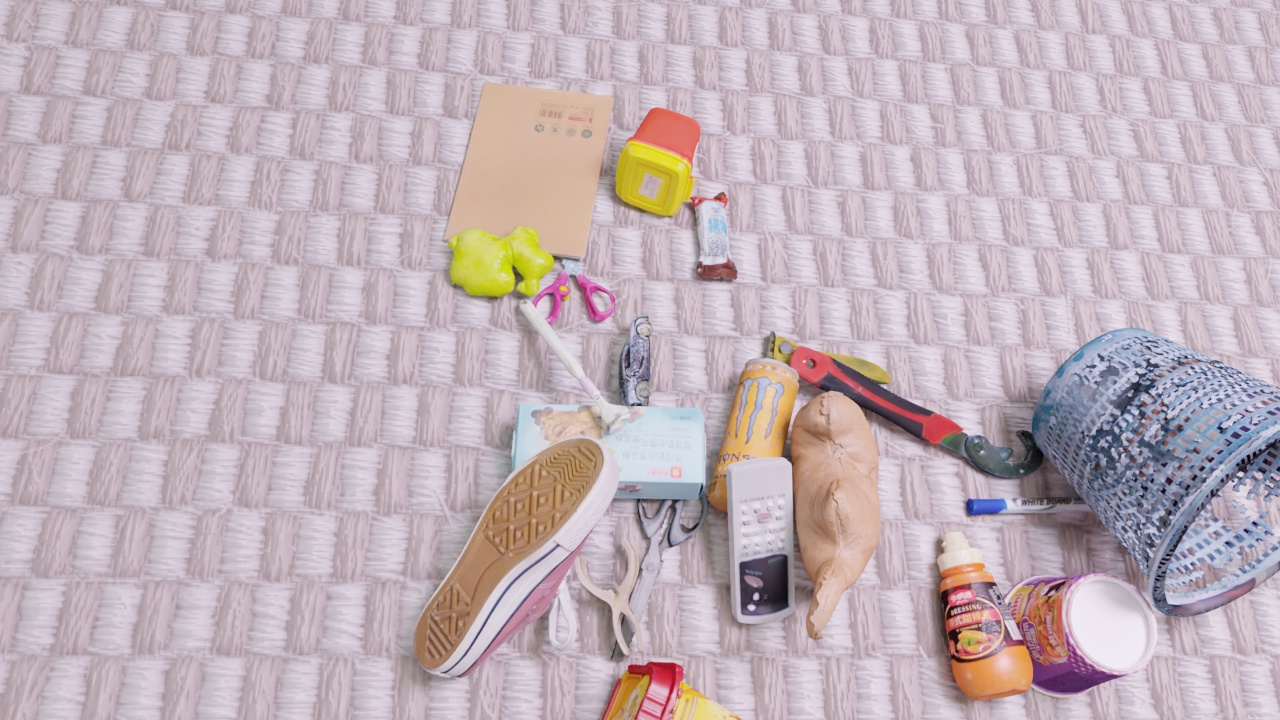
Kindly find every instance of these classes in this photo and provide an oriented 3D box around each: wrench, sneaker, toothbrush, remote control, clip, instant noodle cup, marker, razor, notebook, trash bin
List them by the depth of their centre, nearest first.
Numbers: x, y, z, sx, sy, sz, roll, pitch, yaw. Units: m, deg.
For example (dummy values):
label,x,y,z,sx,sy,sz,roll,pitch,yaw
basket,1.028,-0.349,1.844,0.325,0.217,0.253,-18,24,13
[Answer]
label,x,y,z,sx,sy,sz,roll,pitch,yaw
instant noodle cup,0.034,0.318,0.740,0.123,0.116,0.115,29,67,-7
sneaker,-0.091,0.171,0.779,0.241,0.087,0.118,-53,47,4
clip,-0.032,0.205,0.811,0.095,0.035,0.102,5,76,9
remote control,0.108,0.161,0.815,0.058,0.021,0.150,-6,101,-13
instant noodle cup,0.392,0.238,0.816,0.111,0.099,0.111,2,66,-5
trash bin,0.477,0.080,0.824,0.226,0.227,0.195,-18,38,-14
toothbrush,-0.068,0.000,0.864,0.029,0.020,0.189,-44,54,3
marker,0.392,0.142,0.899,0.145,0.017,0.016,0,68,-7
wrench,0.273,0.053,0.909,0.273,0.016,0.056,23,73,-3
razor,0.192,0.003,0.929,0.132,0.028,0.043,14,63,-3
notebook,-0.116,-0.207,0.980,0.148,0.008,0.207,7,67,3

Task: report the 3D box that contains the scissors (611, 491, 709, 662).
label,x,y,z,sx,sy,sz,roll,pitch,yaw
scissors,0.019,0.190,0.837,0.132,0.014,0.175,-10,69,-10

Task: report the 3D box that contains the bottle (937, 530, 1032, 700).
label,x,y,z,sx,sy,sz,roll,pitch,yaw
bottle,0.304,0.227,0.833,0.066,0.067,0.149,-4,61,-8

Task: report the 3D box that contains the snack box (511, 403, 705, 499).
label,x,y,z,sx,sy,sz,roll,pitch,yaw
snack box,-0.029,0.084,0.845,0.175,0.052,0.074,1,63,-1

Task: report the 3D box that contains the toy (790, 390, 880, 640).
label,x,y,z,sx,sy,sz,roll,pitch,yaw
toy,0.172,0.140,0.808,0.083,0.143,0.225,-8,55,19

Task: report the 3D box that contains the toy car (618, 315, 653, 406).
label,x,y,z,sx,sy,sz,roll,pitch,yaw
toy car,-0.005,0.005,0.891,0.031,0.049,0.105,5,66,-7

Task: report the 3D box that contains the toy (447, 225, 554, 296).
label,x,y,z,sx,sy,sz,roll,pitch,yaw
toy,-0.143,-0.097,0.919,0.100,0.031,0.096,-32,81,-3

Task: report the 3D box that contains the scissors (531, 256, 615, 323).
label,x,y,z,sx,sy,sz,roll,pitch,yaw
scissors,-0.062,-0.092,0.941,0.108,0.017,0.135,12,65,6

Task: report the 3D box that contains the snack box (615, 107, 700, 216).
label,x,y,z,sx,sy,sz,roll,pitch,yaw
snack box,0.023,-0.210,0.962,0.082,0.091,0.080,21,60,2

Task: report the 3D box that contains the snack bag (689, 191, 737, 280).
label,x,y,z,sx,sy,sz,roll,pitch,yaw
snack bag,0.077,-0.134,0.970,0.045,0.026,0.105,2,68,-16

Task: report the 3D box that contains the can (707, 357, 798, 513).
label,x,y,z,sx,sy,sz,roll,pitch,yaw
can,0.109,0.074,0.871,0.058,0.058,0.145,17,67,0
